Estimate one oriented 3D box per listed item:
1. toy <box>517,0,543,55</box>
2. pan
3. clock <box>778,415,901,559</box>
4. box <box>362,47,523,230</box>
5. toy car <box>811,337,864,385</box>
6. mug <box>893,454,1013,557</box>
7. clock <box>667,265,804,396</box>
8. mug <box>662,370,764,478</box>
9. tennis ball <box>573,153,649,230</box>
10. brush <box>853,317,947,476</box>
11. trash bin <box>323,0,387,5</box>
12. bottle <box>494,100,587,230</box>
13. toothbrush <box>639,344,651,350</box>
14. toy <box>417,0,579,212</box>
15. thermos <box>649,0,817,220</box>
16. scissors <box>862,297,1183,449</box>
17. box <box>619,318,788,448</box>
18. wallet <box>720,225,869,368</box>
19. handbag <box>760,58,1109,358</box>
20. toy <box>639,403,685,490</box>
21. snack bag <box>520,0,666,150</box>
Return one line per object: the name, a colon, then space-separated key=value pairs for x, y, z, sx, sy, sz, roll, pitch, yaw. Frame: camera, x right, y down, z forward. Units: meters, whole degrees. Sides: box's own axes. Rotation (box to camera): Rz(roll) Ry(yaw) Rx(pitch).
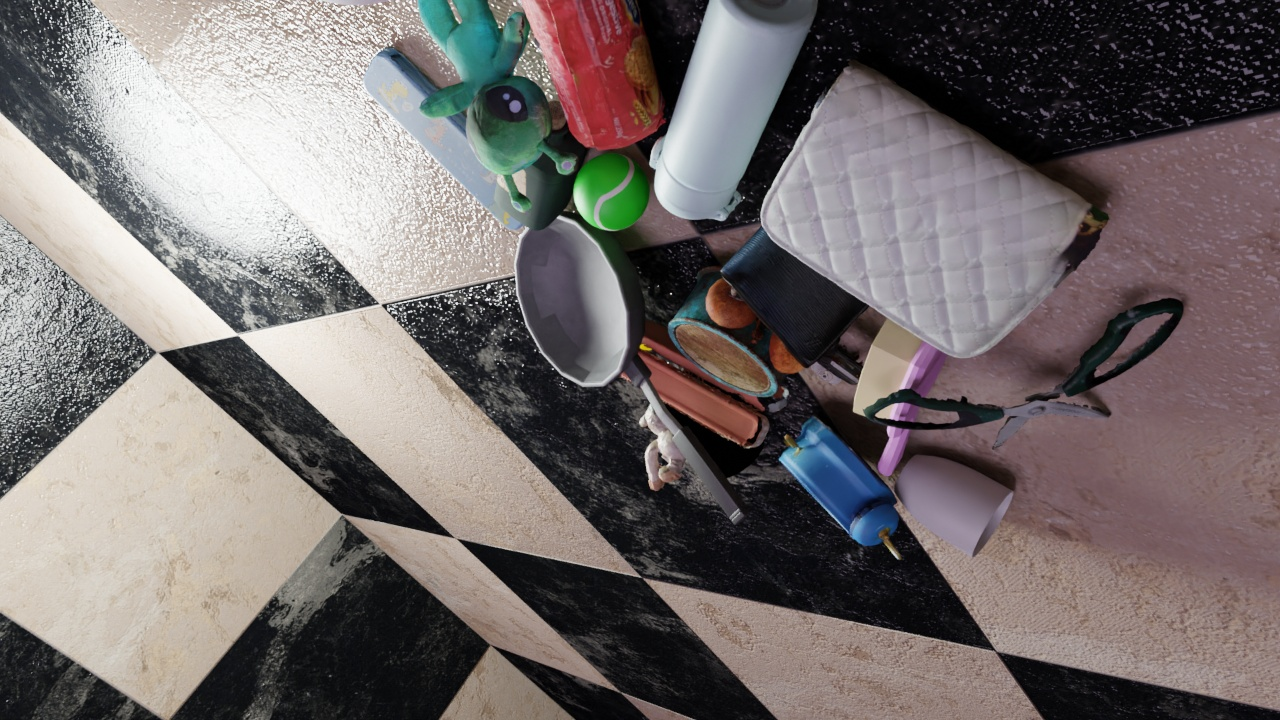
toy: x=-0.067 y=-0.249 z=0.712 sx=0.049 sy=0.030 sz=0.112 roll=47 pitch=171 yaw=48
pan: x=-0.005 y=0.005 z=0.886 sx=0.357 sy=0.041 sz=0.179 roll=53 pitch=141 yaw=17
clock: x=0.202 y=0.127 z=0.896 sx=0.161 sy=0.060 sz=0.117 roll=48 pitch=-179 yaw=13
box: x=-0.182 y=-0.210 z=0.888 sx=0.209 sy=0.037 sz=0.066 roll=43 pitch=149 yaw=-14
toy car: x=0.171 y=0.003 z=0.798 sx=0.040 sy=0.037 sz=0.092 roll=36 pitch=-176 yaw=-3
mug: x=0.295 y=0.133 z=0.871 sx=0.089 sy=0.071 sz=0.107 roll=32 pitch=-178 yaw=30
clock: x=0.097 y=-0.032 z=0.811 sx=0.121 sy=0.073 sz=0.158 roll=37 pitch=164 yaw=-9
mug: x=0.079 y=0.065 z=0.962 sx=0.104 sy=0.084 sz=0.112 roll=58 pitch=166 yaw=-24
tennis ball: x=-0.025 y=-0.144 z=0.785 sx=0.065 sy=0.065 sz=0.065 roll=27 pitch=151 yaw=16
brush: x=0.214 y=0.029 z=0.768 sx=0.043 sy=0.089 sz=0.229 roll=30 pitch=153 yaw=21
trash bin: x=-0.195 y=-0.343 z=0.567 sx=0.195 sy=0.195 sz=0.200 roll=31 pitch=161 yaw=8
bottle: x=-0.085 y=-0.177 z=0.804 sx=0.061 sy=0.061 sz=0.131 roll=37 pitch=152 yaw=2
toothbrush: x=-0.033 y=-0.026 z=1.027 sx=0.136 sy=0.016 sz=0.021 roll=10 pitch=144 yaw=43
toy: x=-0.115 y=-0.219 z=0.730 sx=0.131 sy=0.072 sz=0.193 roll=-25 pitch=89 yaw=40
thermos: x=0.058 y=-0.178 z=0.646 sx=0.078 sy=0.065 sz=0.207 roll=33 pitch=152 yaw=5
scissors: x=0.279 y=0.015 z=0.661 sx=0.201 sy=0.015 sz=0.202 roll=4 pitch=144 yaw=-16
box: x=0.055 y=0.017 z=0.914 sx=0.187 sy=0.085 sz=0.048 roll=31 pitch=179 yaw=28
wallet: x=0.127 y=-0.060 z=0.720 sx=0.115 sy=0.089 sz=0.026 roll=45 pitch=171 yaw=-17
handbag: x=0.189 y=-0.101 z=0.617 sx=0.195 sy=0.072 sz=0.139 roll=34 pitch=143 yaw=4
toy: x=0.031 y=0.095 z=1.082 sx=0.106 sy=0.085 sz=0.074 roll=63 pitch=177 yaw=-8
snack bag: x=-0.036 y=-0.230 z=0.652 sx=0.082 sy=0.082 sz=0.176 roll=17 pitch=147 yaw=31
